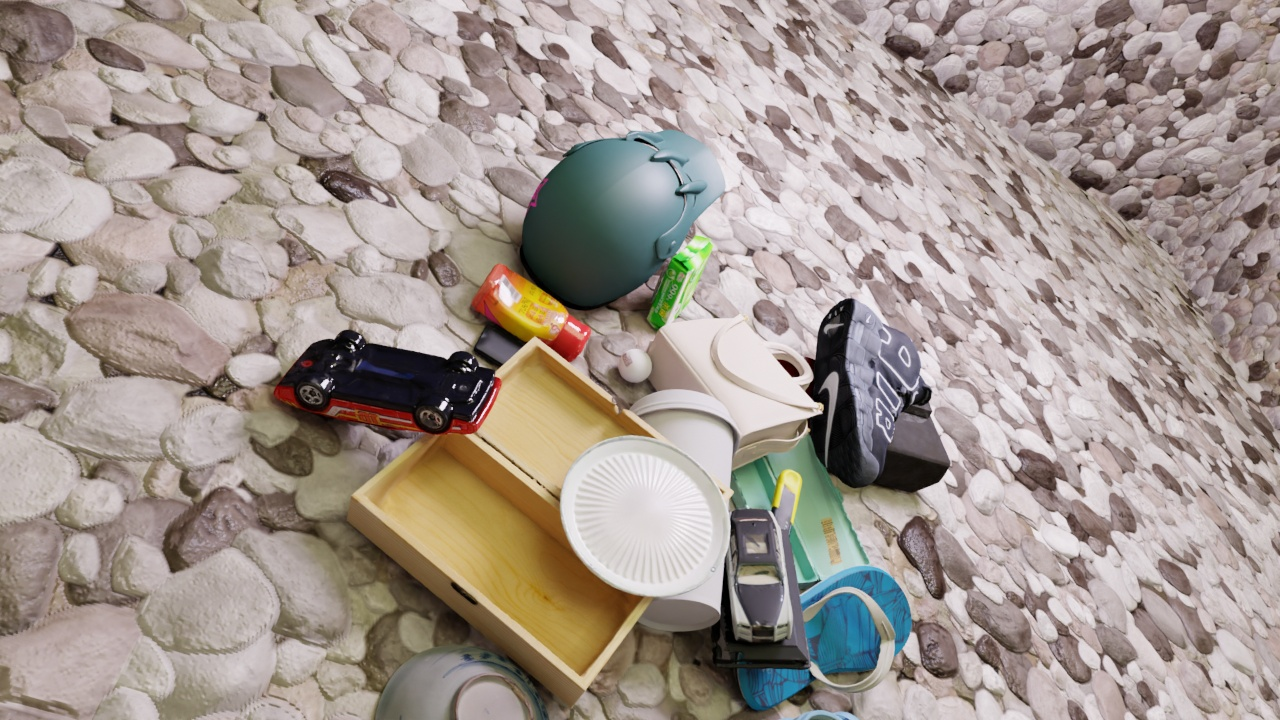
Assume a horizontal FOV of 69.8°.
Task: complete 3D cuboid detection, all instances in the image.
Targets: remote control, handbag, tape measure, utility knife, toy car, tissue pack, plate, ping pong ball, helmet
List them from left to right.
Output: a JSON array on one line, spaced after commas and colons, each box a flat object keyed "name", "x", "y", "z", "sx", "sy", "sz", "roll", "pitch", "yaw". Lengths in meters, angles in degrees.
[{"name": "toy car", "x": -0.222, "y": 0.023, "z": 0.815, "sx": 0.189, "sy": 0.056, "sz": 0.081, "roll": 8, "pitch": 39, "yaw": 8}, {"name": "remote control", "x": -0.115, "y": 0.009, "z": 1.007, "sx": 0.140, "sy": 0.021, "sz": 0.045, "roll": 32, "pitch": 37, "yaw": -12}, {"name": "helmet", "x": -0.018, "y": -0.189, "z": 1.137, "sx": 0.176, "sy": 0.201, "sz": 0.273, "roll": 47, "pitch": 37, "yaw": 6}, {"name": "ping pong ball", "x": -0.006, "y": 0.006, "z": 1.090, "sx": 0.040, "sy": 0.040, "sz": 0.040, "roll": 24, "pitch": 41, "yaw": -23}, {"name": "plate", "x": 0.004, "y": 0.136, "z": 0.807, "sx": 0.157, "sy": 0.014, "sz": 0.156, "roll": 11, "pitch": 51, "yaw": -14}, {"name": "tissue pack", "x": 0.051, "y": -0.101, "z": 1.193, "sx": 0.034, "sy": 0.114, "sz": 0.099, "roll": 30, "pitch": 36, "yaw": 10}, {"name": "tape measure", "x": 0.100, "y": 0.278, "z": 0.936, "sx": 0.062, "sy": 0.020, "sz": 0.060, "roll": 10, "pitch": 48, "yaw": -36}, {"name": "handbag", "x": 0.133, "y": 0.027, "z": 1.112, "sx": 0.197, "sy": 0.101, "sz": 0.194, "roll": -15, "pitch": 54, "yaw": -34}, {"name": "toy car", "x": 0.114, "y": 0.212, "z": 0.915, "sx": 0.094, "sy": 0.071, "sz": 0.191, "roll": -2, "pitch": 31, "yaw": 4}, {"name": "utility knife", "x": 0.154, "y": 0.195, "z": 1.025, "sx": 0.029, "sy": 0.020, "sz": 0.172, "roll": 20, "pitch": 51, "yaw": 1}, {"name": "handbag", "x": 0.326, "y": 0.064, "z": 1.280, "sx": 0.197, "sy": 0.103, "sz": 0.199, "roll": 15, "pitch": 45, "yaw": -31}]

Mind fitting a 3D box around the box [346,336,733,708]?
[{"name": "box", "x": -0.079, "y": 0.128, "z": 0.818, "sx": 0.247, "sy": 0.068, "sz": 0.252, "roll": 38, "pitch": 56, "yaw": 8}]

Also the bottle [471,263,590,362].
[{"name": "bottle", "x": -0.121, "y": -0.051, "z": 1.036, "sx": 0.134, "sy": 0.049, "sz": 0.071, "roll": 33, "pitch": 38, "yaw": -12}]

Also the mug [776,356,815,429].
[{"name": "mug", "x": 0.212, "y": 0.052, "z": 1.198, "sx": 0.114, "sy": 0.087, "sz": 0.088, "roll": -5, "pitch": 61, "yaw": 8}]

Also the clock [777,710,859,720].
[{"name": "clock", "x": 0.178, "y": 0.390, "z": 0.865, "sx": 0.162, "sy": 0.060, "sz": 0.118, "roll": 14, "pitch": 44, "yaw": -38}]

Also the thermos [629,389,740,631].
[{"name": "thermos", "x": 0.037, "y": 0.152, "z": 0.929, "sx": 0.131, "sy": 0.132, "sz": 0.221, "roll": 22, "pitch": 49, "yaw": -25}]

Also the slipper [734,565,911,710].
[{"name": "slipper", "x": 0.213, "y": 0.288, "z": 0.966, "sx": 0.294, "sy": 0.060, "sz": 0.118, "roll": -6, "pitch": 83, "yaw": -42}]

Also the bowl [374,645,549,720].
[{"name": "bowl", "x": -0.123, "y": 0.281, "z": 0.702, "sx": 0.150, "sy": 0.057, "sz": 0.150, "roll": 24, "pitch": 40, "yaw": -22}]

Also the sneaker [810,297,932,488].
[{"name": "sneaker", "x": 0.300, "y": 0.053, "z": 1.144, "sx": 0.150, "sy": 0.097, "sz": 0.252, "roll": 17, "pitch": 59, "yaw": -18}]

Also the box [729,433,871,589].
[{"name": "box", "x": 0.176, "y": 0.175, "z": 1.084, "sx": 0.138, "sy": 0.052, "sz": 0.186, "roll": -2, "pitch": 55, "yaw": -26}]
